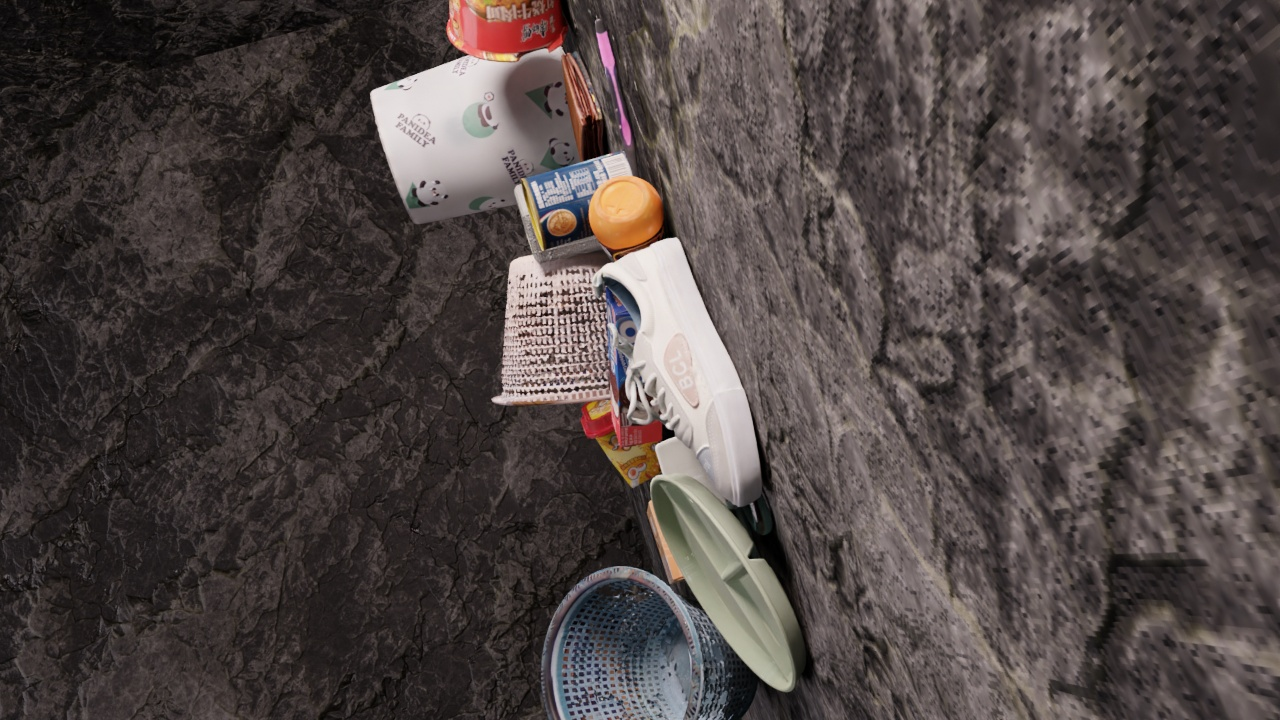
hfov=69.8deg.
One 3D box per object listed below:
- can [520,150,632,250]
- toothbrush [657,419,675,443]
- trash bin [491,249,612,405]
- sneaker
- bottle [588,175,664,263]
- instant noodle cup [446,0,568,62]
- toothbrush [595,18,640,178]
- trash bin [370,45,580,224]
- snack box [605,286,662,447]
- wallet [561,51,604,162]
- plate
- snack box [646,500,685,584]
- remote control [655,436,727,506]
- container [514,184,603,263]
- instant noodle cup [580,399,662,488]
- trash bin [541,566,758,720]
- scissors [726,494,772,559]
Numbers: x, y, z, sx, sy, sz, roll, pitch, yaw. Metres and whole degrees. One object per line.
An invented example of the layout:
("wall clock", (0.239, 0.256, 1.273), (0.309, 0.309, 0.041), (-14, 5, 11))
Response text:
("can", (-0.057, -0.163, 0.933), (0.075, 0.111, 0.075), (162, 91, -82))
("toothbrush", (0.034, 0.058, 1.136), (0.213, 0.026, 0.027), (90, -162, -64))
("trash bin", (-0.094, -0.045, 1.234), (0.227, 0.227, 0.192), (-162, 67, -83))
("sneaker", (0.026, 0.013, 0.768), (0.089, 0.090, 0.242), (85, 165, -69))
("bottle", (-0.004, -0.109, 0.860), (0.149, 0.067, 0.066), (69, -179, -63))
("instant noodle cup", (-0.150, -0.412, 1.006), (0.109, 0.137, 0.137), (93, 161, -51))
("toothbrush", (-0.015, -0.220, 0.854), (0.017, 0.014, 0.189), (-88, -15, -69))
("trash bin", (-0.211, -0.307, 1.236), (0.229, 0.252, 0.229), (162, 91, -85))
("snack box", (-0.006, 0.006, 1.065), (0.058, 0.057, 0.208), (-109, 14, -49))
("wallet", (-0.066, -0.281, 1.064), (0.125, 0.032, 0.101), (90, 165, -69))
("plate", (0.081, 0.203, 0.864), (0.230, 0.027, 0.231), (54, 162, 26))
("snack box", (0.058, 0.204, 1.075), (0.093, 0.077, 0.094), (94, 159, -74))
("remote control", (0.063, 0.152, 0.980), (0.021, 0.058, 0.150), (-143, 37, -85))
("container", (-0.090, -0.184, 1.146), (0.090, 0.114, 0.090), (-113, 9, -49))
("instant noodle cup", (-0.013, 0.108, 1.344), (0.124, 0.116, 0.116), (63, 177, -17))
("trash bin", (0.029, 0.363, 1.080), (0.195, 0.227, 0.226), (20, -138, -50))
("scissors", (0.100, 0.154, 0.846), (0.175, 0.019, 0.170), (-150, 42, -79))
